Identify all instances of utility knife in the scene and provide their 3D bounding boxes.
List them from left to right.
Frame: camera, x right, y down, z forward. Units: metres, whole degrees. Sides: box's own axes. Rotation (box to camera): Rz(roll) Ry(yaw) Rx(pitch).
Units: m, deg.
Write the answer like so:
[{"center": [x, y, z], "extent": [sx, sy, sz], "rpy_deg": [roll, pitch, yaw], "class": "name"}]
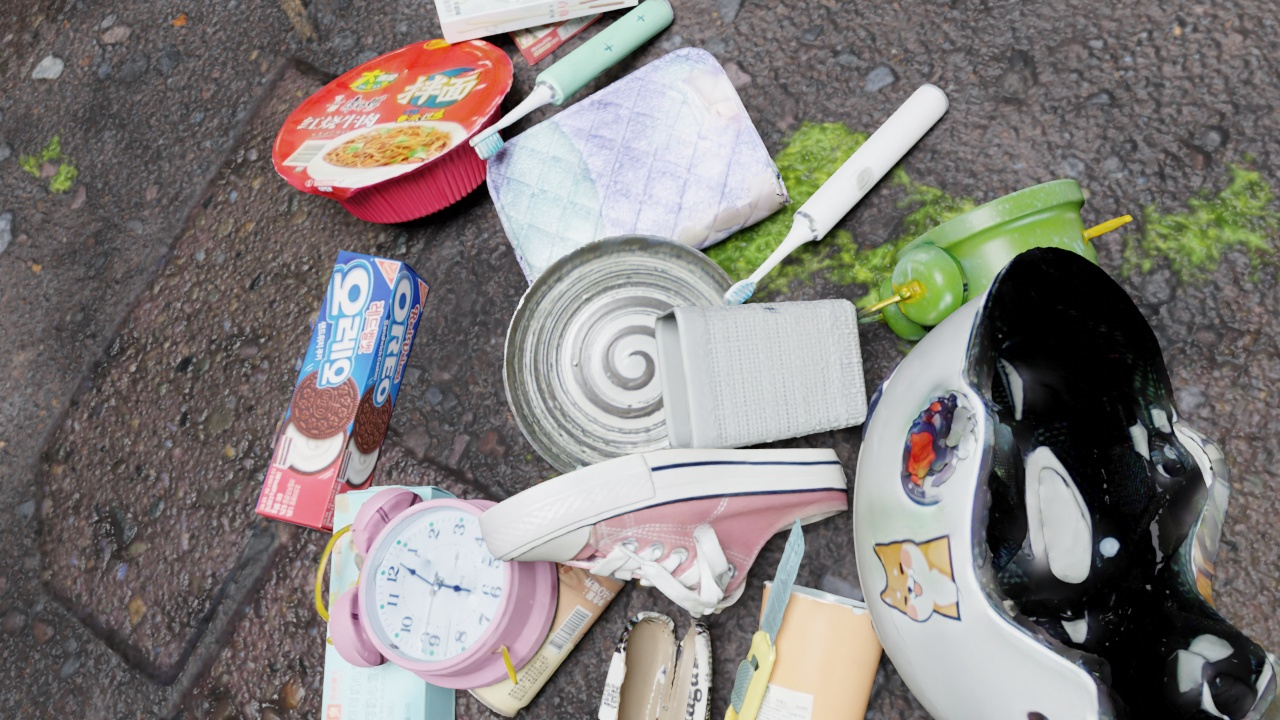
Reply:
[{"center": [0.063, 0.193, 0.534], "extent": [0.022, 0.031, 0.221], "rpy_deg": [14, 105, -23], "class": "utility knife"}]

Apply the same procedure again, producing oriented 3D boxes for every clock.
[{"center": [-0.132, 0.139, 0.570], "extent": [0.159, 0.060, 0.117], "rpy_deg": [3, 71, 21], "class": "clock"}, {"center": [0.208, -0.056, 0.574], "extent": [0.161, 0.116, 0.056], "rpy_deg": [-20, 80, 5], "class": "clock"}]

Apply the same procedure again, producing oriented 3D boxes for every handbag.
[{"center": [-0.005, -0.127, 0.670], "extent": [0.194, 0.075, 0.134], "rpy_deg": [-26, 74, 7], "class": "handbag"}]

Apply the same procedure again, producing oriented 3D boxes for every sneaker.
[{"center": [0.027, 0.104, 0.536], "extent": [0.240, 0.119, 0.087], "rpy_deg": [-1, 69, -29], "class": "sneaker"}]

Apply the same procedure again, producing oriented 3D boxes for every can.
[{"center": [-0.066, 0.170, 0.603], "extent": [0.058, 0.058, 0.116], "rpy_deg": [38, 86, 21], "class": "can"}]

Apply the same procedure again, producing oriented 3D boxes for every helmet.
[{"center": [0.204, 0.094, 0.496], "extent": [0.157, 0.229, 0.273], "rpy_deg": [-32, 59, 47], "class": "helmet"}]

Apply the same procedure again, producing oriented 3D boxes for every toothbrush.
[{"center": [-0.048, -0.214, 0.679], "extent": [0.027, 0.027, 0.223], "rpy_deg": [-9, 31, 52], "class": "toothbrush"}, {"center": [0.134, -0.112, 0.637], "extent": [0.220, 0.026, 0.027], "rpy_deg": [-45, 102, -11], "class": "toothbrush"}]

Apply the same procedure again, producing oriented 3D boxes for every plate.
[{"center": [-0.004, 0.004, 0.633], "extent": [0.179, 0.024, 0.179], "rpy_deg": [0, 89, -4], "class": "plate"}]

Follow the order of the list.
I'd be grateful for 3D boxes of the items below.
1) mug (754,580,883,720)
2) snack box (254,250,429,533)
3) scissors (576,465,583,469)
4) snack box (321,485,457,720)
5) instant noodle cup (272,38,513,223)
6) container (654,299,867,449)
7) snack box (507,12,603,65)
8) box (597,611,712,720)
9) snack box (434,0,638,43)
[{"center": [0.100, 0.201, 0.546], "extent": [0.078, 0.078, 0.122], "rpy_deg": [10, 81, 17], "class": "mug"}, {"center": [-0.220, 0.022, 0.688], "extent": [0.058, 0.057, 0.207], "rpy_deg": [10, 76, 14], "class": "snack box"}, {"center": [0.014, 0.103, 0.598], "extent": [0.133, 0.017, 0.130], "rpy_deg": [40, 68, -13], "class": "scissors"}, {"center": [-0.170, 0.176, 0.631], "extent": [0.074, 0.051, 0.174], "rpy_deg": [-6, 72, 11], "class": "snack box"}, {"center": [-0.179, -0.169, 0.705], "extent": [0.194, 0.066, 0.193], "rpy_deg": [-10, 45, 10], "class": "instant noodle cup"}, {"center": [0.075, 0.008, 0.583], "extent": [0.114, 0.090, 0.090], "rpy_deg": [-6, 90, -8], "class": "container"}, {"center": [-0.101, -0.328, 0.778], "extent": [0.075, 0.025, 0.153], "rpy_deg": [-33, 69, 2], "class": "snack box"}, {"center": [0.019, 0.240, 0.559], "extent": [0.083, 0.075, 0.163], "rpy_deg": [1, 72, 28], "class": "box"}, {"center": [-0.087, -0.306, 0.729], "extent": [0.156, 0.027, 0.084], "rpy_deg": [-14, 66, -4], "class": "snack box"}]
